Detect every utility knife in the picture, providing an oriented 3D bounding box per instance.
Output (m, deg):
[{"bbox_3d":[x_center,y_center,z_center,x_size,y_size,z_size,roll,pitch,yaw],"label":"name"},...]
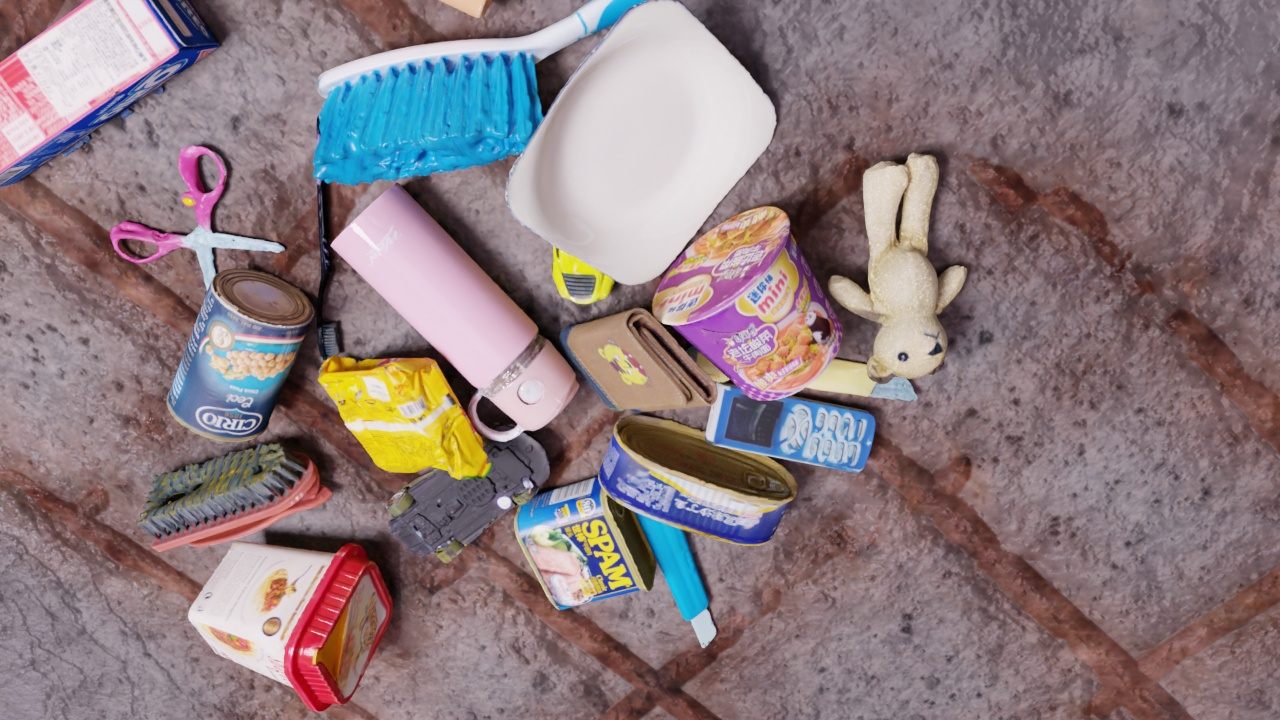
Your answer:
[{"bbox_3d":[0.031,0.173,0.774,0.034,0.018,0.182,-24,113,-8],"label":"utility knife"},{"bbox_3d":[0.119,0.009,0.692,0.183,0.019,0.031,7,85,5],"label":"utility knife"}]

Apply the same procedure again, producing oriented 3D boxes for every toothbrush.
[{"bbox_3d":[-0.233,-0.086,0.681,0.016,0.014,0.189,5,114,-6],"label":"toothbrush"}]

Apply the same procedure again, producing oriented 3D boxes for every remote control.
[{"bbox_3d":[0.115,0.051,0.706,0.125,0.024,0.049,11,100,-2],"label":"remote control"}]

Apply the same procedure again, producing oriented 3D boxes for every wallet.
[{"bbox_3d":[-0.004,0.004,0.655,0.090,0.115,0.033,48,66,-16],"label":"wallet"}]

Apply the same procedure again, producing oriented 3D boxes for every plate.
[{"bbox_3d":[-0.002,-0.138,0.596,0.164,0.034,0.163,-50,140,11],"label":"plate"}]

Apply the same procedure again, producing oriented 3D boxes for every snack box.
[{"bbox_3d":[-0.390,-0.186,0.625,0.208,0.057,0.058,-26,107,15],"label":"snack box"}]

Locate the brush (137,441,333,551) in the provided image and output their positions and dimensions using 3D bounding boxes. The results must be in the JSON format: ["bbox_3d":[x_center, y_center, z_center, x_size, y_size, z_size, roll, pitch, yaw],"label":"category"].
[{"bbox_3d":[-0.329,0.113,0.755,0.146,0.063,0.069,-18,134,10],"label":"brush"}]

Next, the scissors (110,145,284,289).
[{"bbox_3d":[-0.333,-0.095,0.685,0.134,0.017,0.133,2,118,-1],"label":"scissors"}]

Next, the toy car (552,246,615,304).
[{"bbox_3d":[-0.041,-0.091,0.654,0.048,0.032,0.105,2,113,4],"label":"toy car"}]

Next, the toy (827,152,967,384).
[{"bbox_3d":[0.184,-0.062,0.632,0.105,0.066,0.157,-10,104,-17],"label":"toy"}]

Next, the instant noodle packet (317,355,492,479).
[{"bbox_3d":[-0.177,0.041,0.689,0.129,0.044,0.111,-1,126,44],"label":"instant noodle packet"}]

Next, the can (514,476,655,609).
[{"bbox_3d":[-0.044,0.149,0.749,0.083,0.057,0.102,-18,112,14],"label":"can"}]

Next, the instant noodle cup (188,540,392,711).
[{"bbox_3d":[-0.289,0.212,0.761,0.124,0.116,0.116,11,139,11],"label":"instant noodle cup"}]

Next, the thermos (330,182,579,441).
[{"bbox_3d":[-0.136,-0.027,0.669,0.087,0.067,0.198,-40,107,7],"label":"thermos"}]

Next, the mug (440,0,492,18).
[{"bbox_3d":[-0.140,-0.267,0.561,0.122,0.078,0.078,26,113,-12],"label":"mug"}]

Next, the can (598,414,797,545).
[{"bbox_3d":[0.043,0.093,0.707,0.148,0.074,0.049,18,117,-4],"label":"can"}]

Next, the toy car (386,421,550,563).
[{"bbox_3d":[-0.139,0.106,0.744,0.158,0.042,0.070,-35,107,18],"label":"toy car"}]

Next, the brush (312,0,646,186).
[{"bbox_3d":[-0.069,-0.190,0.593,0.315,0.060,0.109,-7,79,10],"label":"brush"}]

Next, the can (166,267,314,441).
[{"bbox_3d":[-0.299,-0.005,0.688,0.075,0.075,0.111,28,113,-8],"label":"can"}]

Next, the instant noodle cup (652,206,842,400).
[{"bbox_3d":[0.081,-0.033,0.634,0.112,0.111,0.099,-34,115,17],"label":"instant noodle cup"}]
